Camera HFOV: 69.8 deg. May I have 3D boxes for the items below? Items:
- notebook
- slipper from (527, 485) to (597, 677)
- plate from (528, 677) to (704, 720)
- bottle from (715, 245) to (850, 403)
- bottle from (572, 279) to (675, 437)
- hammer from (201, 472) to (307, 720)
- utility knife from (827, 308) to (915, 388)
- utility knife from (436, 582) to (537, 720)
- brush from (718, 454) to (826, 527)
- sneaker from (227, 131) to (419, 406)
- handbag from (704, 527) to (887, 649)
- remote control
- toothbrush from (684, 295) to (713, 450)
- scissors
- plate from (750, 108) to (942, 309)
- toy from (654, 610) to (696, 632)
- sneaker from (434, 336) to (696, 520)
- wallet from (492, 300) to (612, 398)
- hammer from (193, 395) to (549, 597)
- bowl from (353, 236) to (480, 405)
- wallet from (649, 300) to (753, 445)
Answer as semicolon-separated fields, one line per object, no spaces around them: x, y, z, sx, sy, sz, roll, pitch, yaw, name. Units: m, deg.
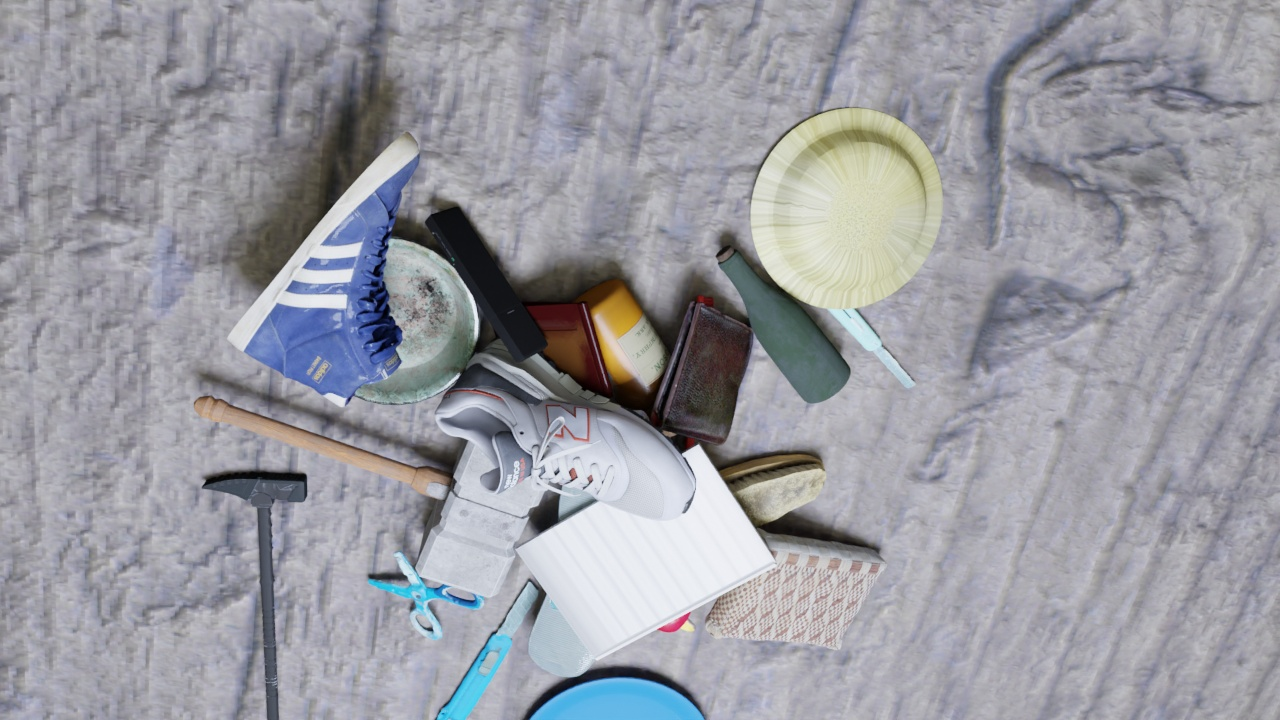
0.005;0.188;0.885;0.210;0.009;0.142;-31;100;12;notebook
-0.043;0.196;0.924;0.098;0.054;0.269;16;106;5;slipper
-0.031;0.446;1.043;0.224;0.024;0.224;-2;110;-5;plate
0.129;-0.038;0.865;0.055;0.055;0.174;-38;108;8;bottle
-0.005;0.005;0.859;0.068;0.067;0.157;-31;110;6;bottle
-0.390;0.262;0.943;0.095;0.015;0.325;4;110;-7;hammer
0.219;-0.027;0.901;0.022;0.015;0.166;-45;111;4;utility knife
-0.167;0.326;0.990;0.031;0.015;0.222;25;104;-19;utility knife
0.097;0.141;0.927;0.195;0.043;0.059;-18;114;-7;brush
-0.221;-0.060;0.756;0.118;0.091;0.233;42;102;-13;sneaker
0.160;0.240;0.956;0.185;0.047;0.124;16;110;-33;handbag
-0.136;-0.067;0.809;0.013;0.034;0.150;-34;89;41;remote control
0.057;0.039;0.907;0.018;0.012;0.213;1;110;-6;toothbrush
-0.212;0.240;0.926;0.140;0.011;0.134;-1;124;24;scissors
0.195;-0.134;0.835;0.184;0.036;0.184;-2;105;-7;plate
0.032;0.239;0.955;0.137;0.067;0.105;-24;107;10;toy
-0.078;0.079;0.785;0.240;0.124;0.089;34;129;17;sneaker
-0.082;-0.010;0.834;0.116;0.018;0.091;2;117;38;wallet
-0.255;0.093;0.857;0.317;0.082;0.163;21;107;-13;hammer
-0.225;-0.039;0.835;0.157;0.038;0.158;-2;110;-5;bowl
0.059;0.014;0.850;0.099;0.031;0.120;20;87;-50;wallet
